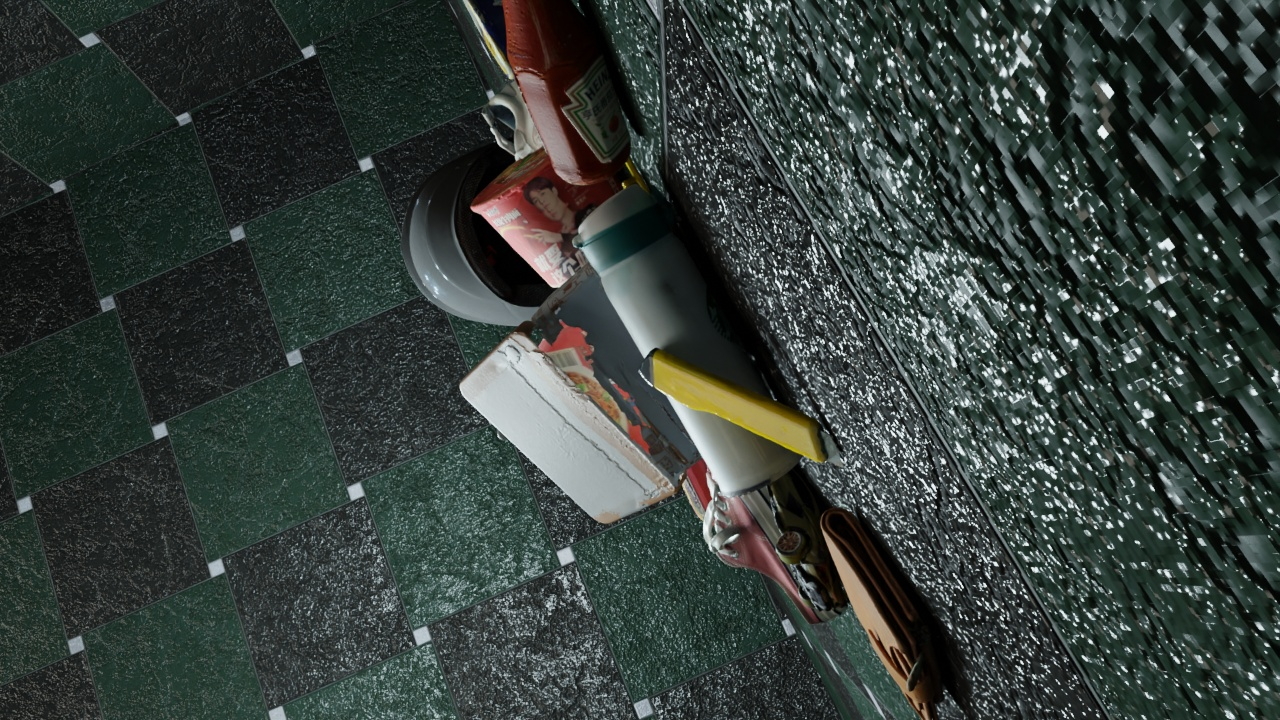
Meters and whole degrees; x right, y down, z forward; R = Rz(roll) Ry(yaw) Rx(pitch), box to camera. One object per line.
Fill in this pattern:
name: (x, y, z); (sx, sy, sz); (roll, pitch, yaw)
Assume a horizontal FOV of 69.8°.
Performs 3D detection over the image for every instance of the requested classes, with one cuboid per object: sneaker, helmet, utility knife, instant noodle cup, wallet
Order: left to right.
helmet: (-0.164, -0.158, 1.174); (0.274, 0.231, 0.233); (-6, -90, -58)
sneaker: (-0.102, -0.222, 0.993); (0.242, 0.091, 0.089); (59, 179, 31)
instant noodle cup: (-0.072, -0.142, 0.857); (0.108, 0.138, 0.138); (53, -179, -20)
instant noodle cup: (-0.005, 0.005, 0.898); (0.065, 0.194, 0.194); (-77, -32, -46)
instant noodle cup: (0.067, 0.091, 1.125); (0.164, 0.079, 0.188); (62, -177, -24)
utility knife: (0.060, 0.028, 0.577); (0.165, 0.015, 0.033); (25, 133, 39)
sneaker: (0.100, 0.152, 0.857); (0.241, 0.088, 0.118); (58, -169, -8)
wallet: (0.164, 0.173, 0.596); (0.119, 0.035, 0.131); (-112, -4, -46)

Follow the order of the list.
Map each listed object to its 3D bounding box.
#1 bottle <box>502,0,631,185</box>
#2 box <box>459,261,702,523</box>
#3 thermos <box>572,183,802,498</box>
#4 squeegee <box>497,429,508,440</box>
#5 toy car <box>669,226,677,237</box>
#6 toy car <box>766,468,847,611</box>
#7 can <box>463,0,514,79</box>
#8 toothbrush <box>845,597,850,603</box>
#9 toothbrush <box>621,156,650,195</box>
bottle: (-0.057, -0.201, 0.567); (0.059, 0.059, 0.206); (60, 174, 41)
box: (-0.035, 0.033, 0.756); (0.182, 0.181, 0.153); (49, -165, -8)
thermos: (0.034, -0.016, 0.647); (0.224, 0.073, 0.073); (60, 179, -7)
squeegee: (-0.057, 0.012, 0.973); (0.040, 0.249, 0.248); (-5, 117, 58)
toy car: (0.023, -0.059, 0.694); (0.091, 0.043, 0.036); (60, -175, -6)
toy car: (0.126, 0.129, 0.733); (0.158, 0.042, 0.070); (-103, -12, -52)
can: (-0.120, -0.307, 0.827); (0.148, 0.049, 0.075); (60, 178, 47)
toothbrush: (0.158, 0.170, 0.937); (0.189, 0.017, 0.014); (58, 177, 36)
toothbrush: (-0.042, -0.204, 0.716); (0.190, 0.016, 0.016); (61, 178, 1)
